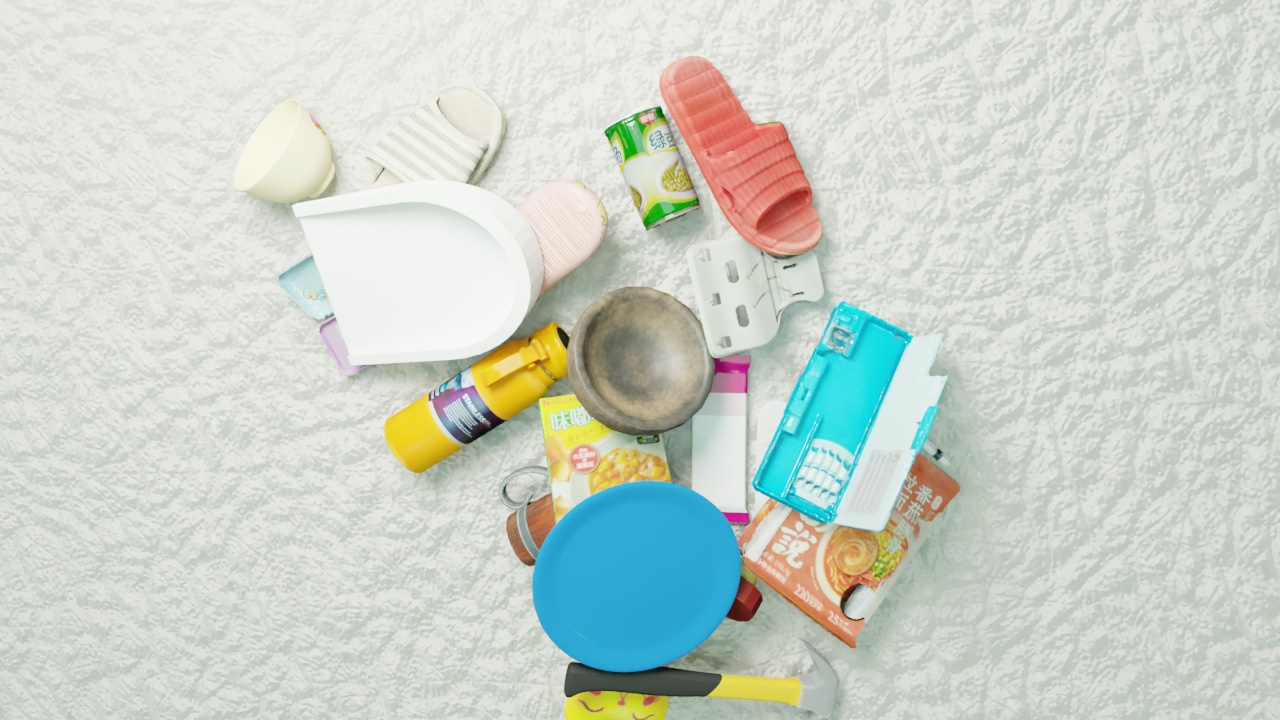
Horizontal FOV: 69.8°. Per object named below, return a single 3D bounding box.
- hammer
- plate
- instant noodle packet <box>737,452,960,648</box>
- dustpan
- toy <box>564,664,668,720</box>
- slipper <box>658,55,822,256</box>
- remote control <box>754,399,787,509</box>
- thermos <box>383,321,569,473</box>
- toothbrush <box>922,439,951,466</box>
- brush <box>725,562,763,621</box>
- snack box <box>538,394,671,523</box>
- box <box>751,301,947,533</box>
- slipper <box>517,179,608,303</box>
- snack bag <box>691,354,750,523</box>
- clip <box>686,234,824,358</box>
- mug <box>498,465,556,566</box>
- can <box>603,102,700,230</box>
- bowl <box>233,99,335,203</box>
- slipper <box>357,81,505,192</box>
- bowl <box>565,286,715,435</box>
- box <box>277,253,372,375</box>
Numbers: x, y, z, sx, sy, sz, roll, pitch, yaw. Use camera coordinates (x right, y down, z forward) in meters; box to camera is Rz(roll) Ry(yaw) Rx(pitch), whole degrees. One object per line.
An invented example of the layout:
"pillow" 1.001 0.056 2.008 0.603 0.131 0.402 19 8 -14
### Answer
"hammer" 0.074 0.367 1.038 0.323 0.029 0.127 9 102 -14
"plate" -0.004 0.227 0.975 0.224 0.024 0.224 -3 108 -11
"instant noodle packet" 0.233 0.180 1.029 0.164 0.084 0.221 38 89 -6
"dustpan" -0.234 -0.089 0.979 0.258 0.053 0.192 -7 113 14
"toy" -0.018 0.336 1.068 0.134 0.087 0.194 9 104 -18
"slipper" 0.111 -0.219 0.961 0.103 0.059 0.249 -35 90 -26
"remote control" 0.154 0.112 1.049 0.043 0.013 0.136 2 99 7
"thermos" -0.178 0.043 1.041 0.233 0.091 0.076 -31 107 11
"toothbrush" 0.276 0.053 1.025 0.187 0.012 0.017 41 98 0
"brush" 0.064 0.229 1.048 0.173 0.082 0.041 36 63 1
"snack box" -0.036 0.115 1.012 0.132 0.027 0.168 -7 69 -11
"box" 0.233 0.062 0.961 0.168 0.086 0.227 18 75 37
"slipper" -0.104 -0.129 1.017 0.198 0.081 0.093 -36 91 35
"snack bag" 0.091 0.090 1.052 0.070 0.016 0.196 1 98 9
"clip" 0.122 -0.079 1.010 0.151 0.105 0.126 -17 98 -23
"mug" -0.099 0.170 1.058 0.111 0.081 0.117 -26 95 14
"can" 0.013 -0.209 0.990 0.067 0.067 0.121 -22 95 10
"bowl" -0.389 -0.222 1.032 0.118 0.118 0.074 -46 133 11
"slipper" -0.261 -0.197 1.037 0.114 0.054 0.273 45 104 4
"bowl" -0.006 0.006 0.996 0.162 0.070 0.162 6 71 -20
"box" -0.292 -0.082 1.042 0.215 0.040 0.151 -24 112 20
